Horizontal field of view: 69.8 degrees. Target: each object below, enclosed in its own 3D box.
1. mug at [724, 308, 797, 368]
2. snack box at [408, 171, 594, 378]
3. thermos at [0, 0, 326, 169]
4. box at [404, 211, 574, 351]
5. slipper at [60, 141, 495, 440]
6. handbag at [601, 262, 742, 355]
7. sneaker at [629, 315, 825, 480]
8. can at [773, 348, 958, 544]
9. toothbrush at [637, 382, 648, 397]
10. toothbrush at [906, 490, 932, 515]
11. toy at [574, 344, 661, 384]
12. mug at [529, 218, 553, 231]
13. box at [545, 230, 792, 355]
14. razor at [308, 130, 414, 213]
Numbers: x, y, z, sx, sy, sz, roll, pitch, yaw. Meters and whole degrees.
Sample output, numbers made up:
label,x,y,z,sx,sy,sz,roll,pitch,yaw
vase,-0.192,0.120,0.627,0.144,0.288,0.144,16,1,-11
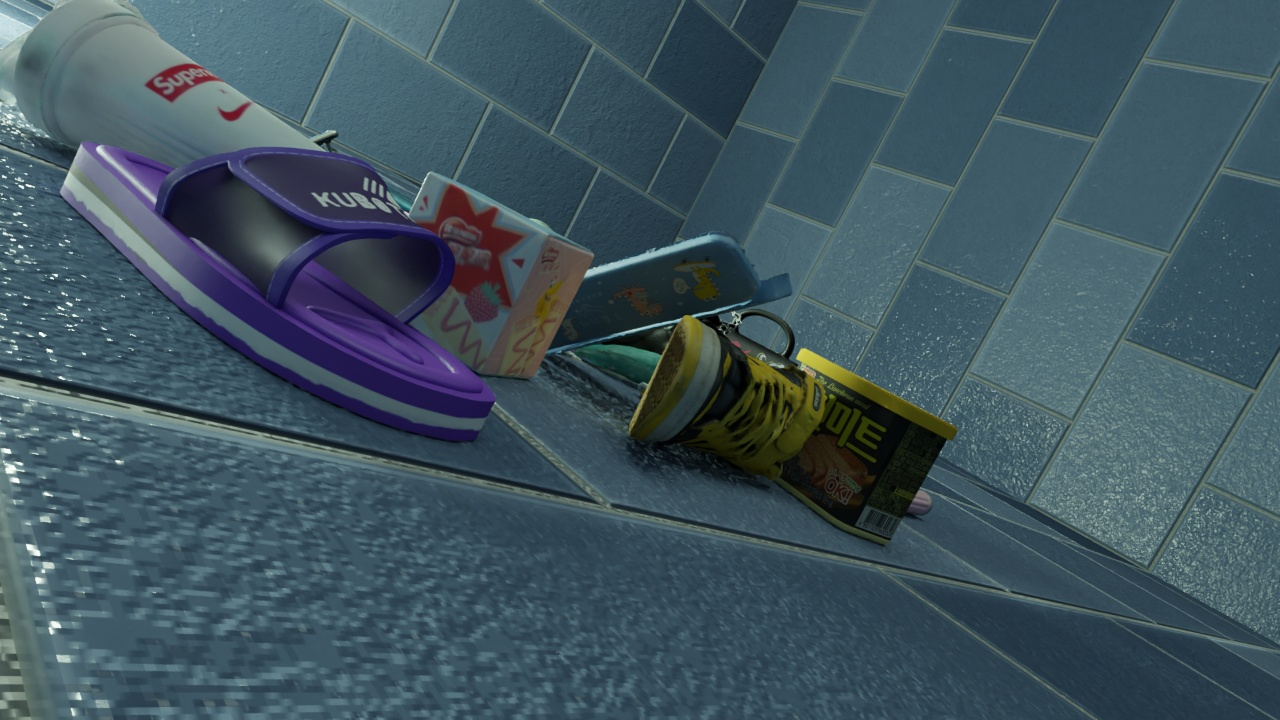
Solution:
label,x,y,z,sx,sy,sz,roll,pitch,yaw
mug,0.120,0.002,1.013,0.098,0.118,0.081,30,7,20
snack box,-0.099,-0.052,0.579,0.093,0.095,0.079,30,6,17
thermos,-0.287,-0.146,0.581,0.220,0.099,0.099,32,6,3
box,-0.143,-0.089,0.838,0.230,0.071,0.084,32,7,36
slipper,-0.167,-0.065,0.430,0.267,0.084,0.107,30,6,29
handbag,0.025,-0.048,0.947,0.154,0.114,0.125,34,-8,28
sneaker,0.064,0.031,0.620,0.122,0.086,0.238,23,2,0
can,0.157,0.064,0.703,0.072,0.101,0.131,24,7,-34
toothbrush,0.058,0.048,0.823,0.154,0.015,0.022,24,8,-38
toothbrush,0.229,0.126,0.868,0.222,0.027,0.027,20,29,-52
toy,-0.005,0.005,0.856,0.085,0.033,0.105,15,-2,22
mug,-0.110,-0.090,1.017,0.111,0.084,0.104,58,-2,-34
box,-0.001,-0.038,0.680,0.210,0.043,0.124,-13,-17,30
razor,-0.250,-0.166,0.845,0.144,0.022,0.042,34,42,11
